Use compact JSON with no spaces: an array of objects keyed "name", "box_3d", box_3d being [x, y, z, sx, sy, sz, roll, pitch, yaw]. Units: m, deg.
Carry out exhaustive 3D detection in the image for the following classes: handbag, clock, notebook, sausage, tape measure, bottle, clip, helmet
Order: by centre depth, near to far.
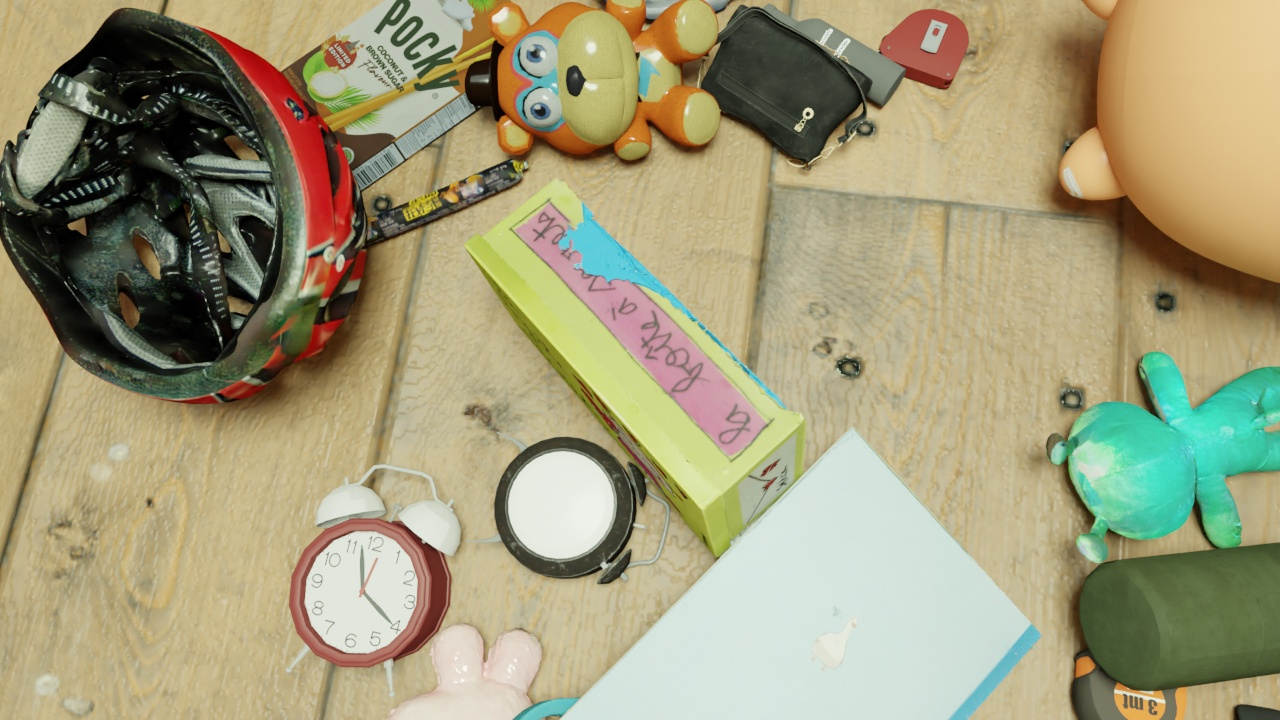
[{"name":"bottle","box_3d":[0.363,0.142,0.528,0.206,0.072,0.071,-3,75,-12]},{"name":"notebook","box_3d":[0.099,0.191,0.545,0.253,0.009,0.181,-43,93,-9]},{"name":"tape measure","box_3d":[0.290,0.202,0.546,0.058,0.038,0.058,9,63,6]},{"name":"clip","box_3d":[-0.028,0.207,0.550,0.119,0.027,0.103,-13,72,-28]},{"name":"helmet","box_3d":[-0.281,-0.090,0.589,0.272,0.166,0.218,44,103,22]},{"name":"clock","box_3d":[-0.170,0.136,0.590,0.096,0.048,0.137,10,78,7]},{"name":"clock","box_3d":[-0.044,0.096,0.593,0.123,0.044,0.091,13,78,7]},{"name":"handbag","box_3d":[0.096,-0.192,0.643,0.128,0.054,0.079,36,112,13]},{"name":"sausage","box_3d":[-0.152,-0.112,0.665,0.155,0.020,0.020,-23,76,-1]},{"name":"bottle","box_3d":[0.136,-0.226,0.665,0.113,0.030,0.030,35,81,12]},{"name":"tape measure","box_3d":[0.206,-0.230,0.666,0.059,0.019,0.051,23,79,9]}]

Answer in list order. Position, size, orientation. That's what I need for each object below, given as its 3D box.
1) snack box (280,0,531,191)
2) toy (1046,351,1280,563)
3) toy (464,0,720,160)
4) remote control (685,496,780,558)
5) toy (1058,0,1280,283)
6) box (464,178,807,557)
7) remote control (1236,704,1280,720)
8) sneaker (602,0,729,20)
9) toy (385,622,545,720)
[{"name":"snack box","box_3d":[-0.175,-0.215,0.686,0.186,0.032,0.101,-37,76,-5]},{"name":"toy","box_3d":[0.335,0.056,0.564,0.193,0.072,0.130,-17,75,-9]},{"name":"toy","box_3d":[-0.033,-0.196,0.640,0.176,0.096,0.112,-1,109,9]},{"name":"remote control","box_3d":[0.080,0.112,0.587,0.114,0.028,0.060,34,81,11]},{"name":"toy","box_3d":[0.397,-0.170,0.521,0.281,0.265,0.263,4,108,23]},{"name":"box","box_3d":[-0.003,0.003,0.558,0.080,0.124,0.221,-42,69,-10]},{"name":"remote control","box_3d":[0.362,0.278,0.531,0.033,0.015,0.146,8,77,6]},{"name":"sneaker","box_3d":[0.082,-0.340,0.645,0.269,0.132,0.103,-21,77,0]},{"name":"toy","box_3d":[-0.100,0.216,0.566,0.108,0.053,0.105,7,64,-3]}]
